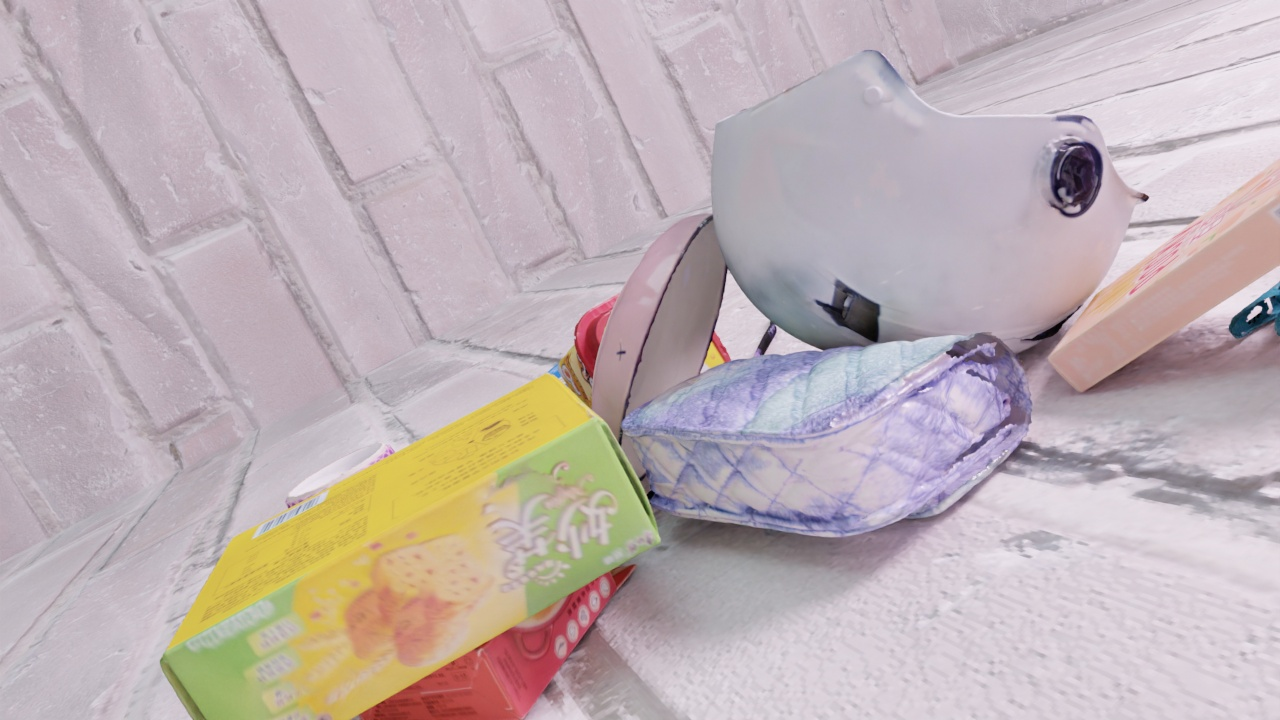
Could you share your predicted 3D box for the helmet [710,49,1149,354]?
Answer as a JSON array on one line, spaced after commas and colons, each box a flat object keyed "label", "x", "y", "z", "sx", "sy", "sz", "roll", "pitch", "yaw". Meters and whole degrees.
[{"label": "helmet", "x": 0.160, "y": -0.068, "z": 0.560, "sx": 0.258, "sy": 0.146, "sz": 0.229, "roll": 15, "pitch": 2, "yaw": -20}]

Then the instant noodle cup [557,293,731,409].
[{"label": "instant noodle cup", "x": -0.005, "y": 0.005, "z": 0.774, "sx": 0.115, "sy": 0.116, "sz": 0.124, "roll": -32, "pitch": 2, "yaw": -27}]

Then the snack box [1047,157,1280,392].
[{"label": "snack box", "x": 0.274, "y": -0.050, "z": 0.439, "sx": 0.084, "sy": 0.026, "sz": 0.158, "roll": -36, "pitch": -10, "yaw": -41}]

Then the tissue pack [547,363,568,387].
[{"label": "tissue pack", "x": -0.055, "y": 0.028, "z": 0.897, "sx": 0.095, "sy": 0.052, "sz": 0.156, "roll": -16, "pitch": 15, "yaw": 33}]

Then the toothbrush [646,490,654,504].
[{"label": "toothbrush", "x": 0.062, "y": 0.053, "z": 0.606, "sx": 0.212, "sy": 0.026, "sz": 0.027, "roll": -32, "pitch": -22, "yaw": -22}]

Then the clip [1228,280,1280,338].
[{"label": "clip", "x": 0.312, "y": -0.027, "z": 0.445, "sx": 0.056, "sy": 0.014, "sz": 0.040, "roll": -33, "pitch": 14, "yaw": -23}]

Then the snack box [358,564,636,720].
[{"label": "snack box", "x": -0.080, "y": 0.136, "z": 0.493, "sx": 0.113, "sy": 0.044, "sz": 0.126, "roll": -19, "pitch": 13, "yaw": 32}]

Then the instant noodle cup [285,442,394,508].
[{"label": "instant noodle cup", "x": -0.205, "y": 0.123, "z": 0.692, "sx": 0.111, "sy": 0.099, "sz": 0.111, "roll": -24, "pitch": 10, "yaw": 4}]

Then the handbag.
[{"label": "handbag", "x": 0.088, "y": 0.038, "z": 0.493, "sx": 0.134, "sy": 0.075, "sz": 0.194, "roll": -27, "pitch": 12, "yaw": -30}]

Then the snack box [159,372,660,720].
[{"label": "snack box", "x": -0.110, "y": 0.092, "z": 0.465, "sx": 0.210, "sy": 0.070, "sz": 0.158, "roll": -28, "pitch": 13, "yaw": -9}]

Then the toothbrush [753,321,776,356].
[{"label": "toothbrush", "x": 0.119, "y": -0.022, "z": 0.840, "sx": 0.017, "sy": 0.014, "sz": 0.188, "roll": -8, "pitch": 18, "yaw": 20}]

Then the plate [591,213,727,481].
[{"label": "plate", "x": 0.010, "y": -0.011, "z": 0.626, "sx": 0.039, "sy": 0.193, "sz": 0.191, "roll": 19, "pitch": 28, "yaw": 15}]
